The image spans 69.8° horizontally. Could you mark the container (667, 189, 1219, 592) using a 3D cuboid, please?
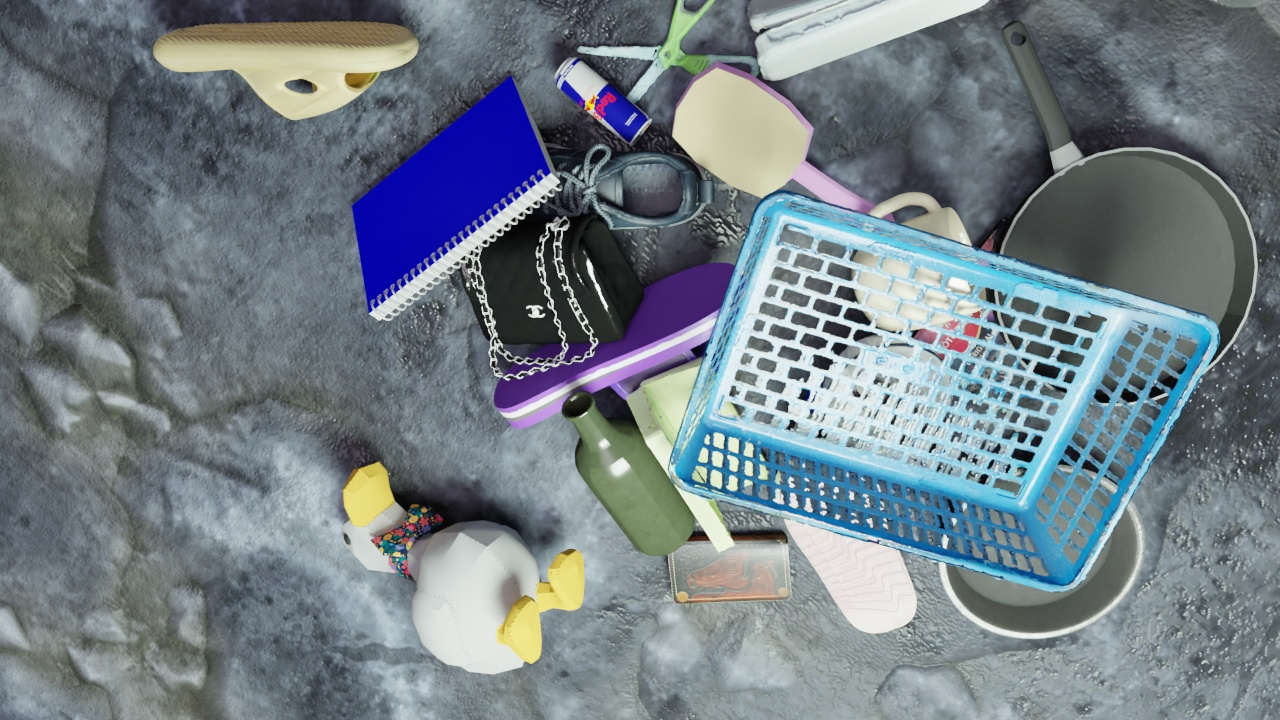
[{"bbox_3d":[0.226,0.022,0.746,0.362,0.089,0.258,16,112,-4],"label":"container"}]

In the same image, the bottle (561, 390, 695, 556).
[{"bbox_3d":[-0.015,0.105,0.864,0.071,0.071,0.207,-20,132,12],"label":"bottle"}]

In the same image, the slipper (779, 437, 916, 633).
[{"bbox_3d":[0.203,0.167,0.901,0.094,0.064,0.239,-21,116,14],"label":"slipper"}]

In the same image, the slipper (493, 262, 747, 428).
[{"bbox_3d":[-0.005,0.005,0.877,0.267,0.107,0.084,-27,120,13],"label":"slipper"}]

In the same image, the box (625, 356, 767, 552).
[{"bbox_3d":[0.058,0.095,0.851,0.092,0.083,0.188,-20,132,17],"label":"box"}]

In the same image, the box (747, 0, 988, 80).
[{"bbox_3d":[0.199,-0.290,0.779,0.216,0.122,0.083,-11,124,15],"label":"box"}]

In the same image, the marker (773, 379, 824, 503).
[{"bbox_3d":[0.158,0.082,0.906,0.023,0.027,0.133,18,107,4],"label":"marker"}]

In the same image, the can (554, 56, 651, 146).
[{"bbox_3d":[-0.035,-0.240,0.849,0.095,0.032,0.032,39,105,-3],"label":"can"}]

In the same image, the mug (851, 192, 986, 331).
[{"bbox_3d":[0.237,-0.086,0.818,0.100,0.096,0.120,-20,98,30],"label":"mug"}]

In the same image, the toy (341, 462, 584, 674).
[{"bbox_3d":[-0.191,0.226,0.940,0.268,0.140,0.247,7,123,31],"label":"toy"}]

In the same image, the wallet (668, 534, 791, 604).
[{"bbox_3d":[0.092,0.215,0.949,0.123,0.019,0.072,-4,106,9],"label":"wallet"}]

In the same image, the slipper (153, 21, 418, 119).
[{"bbox_3d":[-0.327,-0.274,0.866,0.262,0.111,0.079,5,125,11],"label":"slipper"}]

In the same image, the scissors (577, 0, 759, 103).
[{"bbox_3d":[0.030,-0.278,0.848,0.160,0.024,0.172,38,110,-8],"label":"scissors"}]

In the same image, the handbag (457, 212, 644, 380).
[{"bbox_3d":[-0.095,-0.064,0.832,0.154,0.114,0.125,2,134,30],"label":"handbag"}]

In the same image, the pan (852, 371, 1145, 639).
[{"bbox_3d":[0.318,0.126,0.856,0.357,0.055,0.188,43,107,-10],"label":"pan"}]

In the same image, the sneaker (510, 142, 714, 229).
[{"bbox_3d":[-0.048,-0.157,0.849,0.236,0.087,0.089,1,103,8],"label":"sneaker"}]

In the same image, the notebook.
[{"bbox_3d":[-0.177,-0.149,0.846,0.209,0.171,0.022,-35,139,14],"label":"notebook"}]

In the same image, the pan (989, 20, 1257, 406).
[{"bbox_3d":[0.393,-0.130,0.804,0.225,0.034,0.356,-28,98,6],"label":"pan"}]

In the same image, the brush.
[{"bbox_3d":[0.134,-0.179,0.834,0.228,0.043,0.089,34,112,-3],"label":"brush"}]

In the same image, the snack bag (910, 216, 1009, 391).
[{"bbox_3d":[0.320,-0.051,0.857,0.074,0.018,0.155,33,107,-1],"label":"snack bag"}]

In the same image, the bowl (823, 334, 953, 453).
[{"bbox_3d":[0.223,0.021,0.855,0.118,0.062,0.118,-1,120,-3],"label":"bowl"}]
